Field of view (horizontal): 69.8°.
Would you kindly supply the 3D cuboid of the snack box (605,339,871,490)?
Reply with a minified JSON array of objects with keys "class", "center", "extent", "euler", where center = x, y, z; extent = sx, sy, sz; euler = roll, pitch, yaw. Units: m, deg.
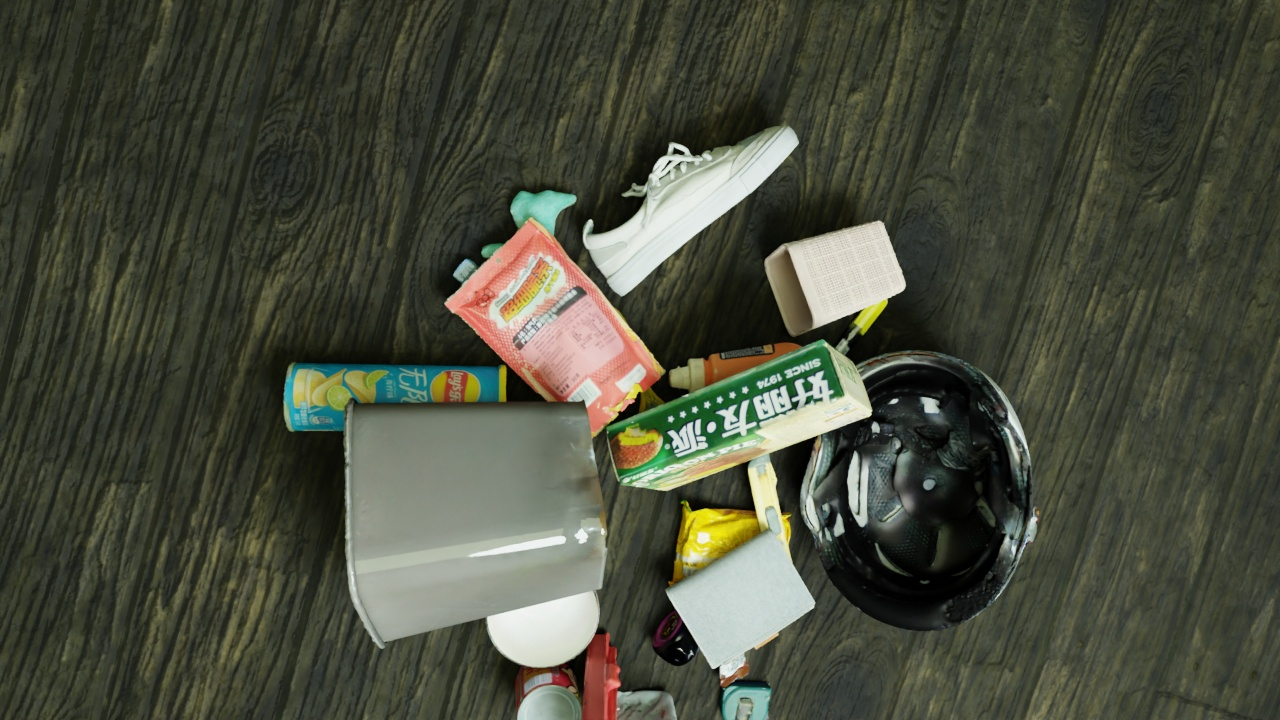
[{"class":"snack box","center":[0.096,0.061,0.901],"extent":[0.241,0.114,0.063],"euler":[-23,70,22]}]

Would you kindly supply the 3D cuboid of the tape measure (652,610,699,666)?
[{"class":"tape measure","center":[0.043,0.302,0.996],"extent":[0.039,0.058,0.057],"euler":[40,61,-13]}]

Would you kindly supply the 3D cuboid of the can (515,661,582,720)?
[{"class":"can","center":[-0.097,0.352,0.962],"extent":[0.066,0.094,0.066],"euler":[-1,96,-9]}]

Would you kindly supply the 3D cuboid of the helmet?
[{"class":"helmet","center":[0.296,0.125,0.955],"extent":[0.230,0.156,0.274],"euler":[-2,91,32]}]

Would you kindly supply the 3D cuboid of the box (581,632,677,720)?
[{"class":"box","center":[-0.008,0.353,0.918],"extent":[0.100,0.201,0.094],"euler":[1,99,-2]}]

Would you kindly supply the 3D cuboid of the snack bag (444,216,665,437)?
[{"class":"snack bag","center":[-0.082,-0.028,0.925],"extent":[0.128,0.073,0.208],"euler":[-43,93,6]}]

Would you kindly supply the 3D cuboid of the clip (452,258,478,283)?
[{"class":"clip","center":[-0.164,-0.079,0.946],"extent":[0.058,0.037,0.026],"euler":[39,87,-7]}]

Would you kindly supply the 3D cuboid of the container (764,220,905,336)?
[{"class":"container","center":[0.204,-0.088,0.959],"extent":[0.111,0.090,0.090],"euler":[-19,86,-9]}]

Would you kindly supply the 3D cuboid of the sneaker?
[{"class":"sneaker","center":[0.045,-0.174,0.937],"extent":[0.242,0.089,0.091],"euler":[-38,96,3]}]

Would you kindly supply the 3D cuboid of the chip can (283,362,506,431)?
[{"class":"chip can","center":[-0.241,0.037,0.919],"extent":[0.210,0.071,0.071],"euler":[2,96,-8]}]

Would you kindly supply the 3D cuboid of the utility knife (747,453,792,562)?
[{"class":"utility knife","center":[0.145,0.185,0.984],"extent":[0.031,0.019,0.183],"euler":[-14,99,-6]}]

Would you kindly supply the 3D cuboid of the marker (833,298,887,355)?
[{"class":"marker","center":[0.229,-0.022,1.013],"extent":[0.018,0.015,0.124],"euler":[37,93,-6]}]

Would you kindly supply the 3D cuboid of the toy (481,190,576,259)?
[{"class":"toy","center":[-0.115,-0.129,0.942],"extent":[0.096,0.030,0.092],"euler":[1,94,-5]}]

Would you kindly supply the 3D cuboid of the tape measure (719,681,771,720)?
[{"class":"tape measure","center":[0.117,0.388,1.033],"extent":[0.058,0.025,0.054],"euler":[5,94,-8]}]

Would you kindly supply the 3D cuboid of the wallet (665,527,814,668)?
[{"class":"wallet","center":[0.107,0.252,0.967],"extent":[0.129,0.037,0.106],"euler":[-30,96,-2]}]

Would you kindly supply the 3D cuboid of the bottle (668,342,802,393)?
[{"class":"bottle","center":[0.104,0.016,0.977],"extent":[0.149,0.066,0.067],"euler":[-2,96,-1]}]

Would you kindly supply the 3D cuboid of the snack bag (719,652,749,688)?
[{"class":"snack bag","center":[0.097,0.309,1.019],"extent":[0.045,0.026,0.105],"euler":[-18,98,-39]}]

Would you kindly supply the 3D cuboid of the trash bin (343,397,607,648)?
[{"class":"trash bin","center":[-0.152,0.139,0.860],"extent":[0.219,0.199,0.198],"euler":[-7,59,-9]}]

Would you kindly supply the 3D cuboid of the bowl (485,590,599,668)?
[{"class":"bowl","center":[-0.104,0.255,0.965],"extent":[0.116,0.066,0.116],"euler":[-1,97,-8]}]

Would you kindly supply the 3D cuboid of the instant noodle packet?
[{"class":"instant noodle packet","center":[0.096,0.212,1.001],"extent":[0.128,0.044,0.110],"euler":[8,88,-13]}]

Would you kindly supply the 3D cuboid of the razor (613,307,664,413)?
[{"class":"razor","center":[-0.006,0.006,0.975],"extent":[0.043,0.028,0.132],"euler":[-21,97,-2]}]
